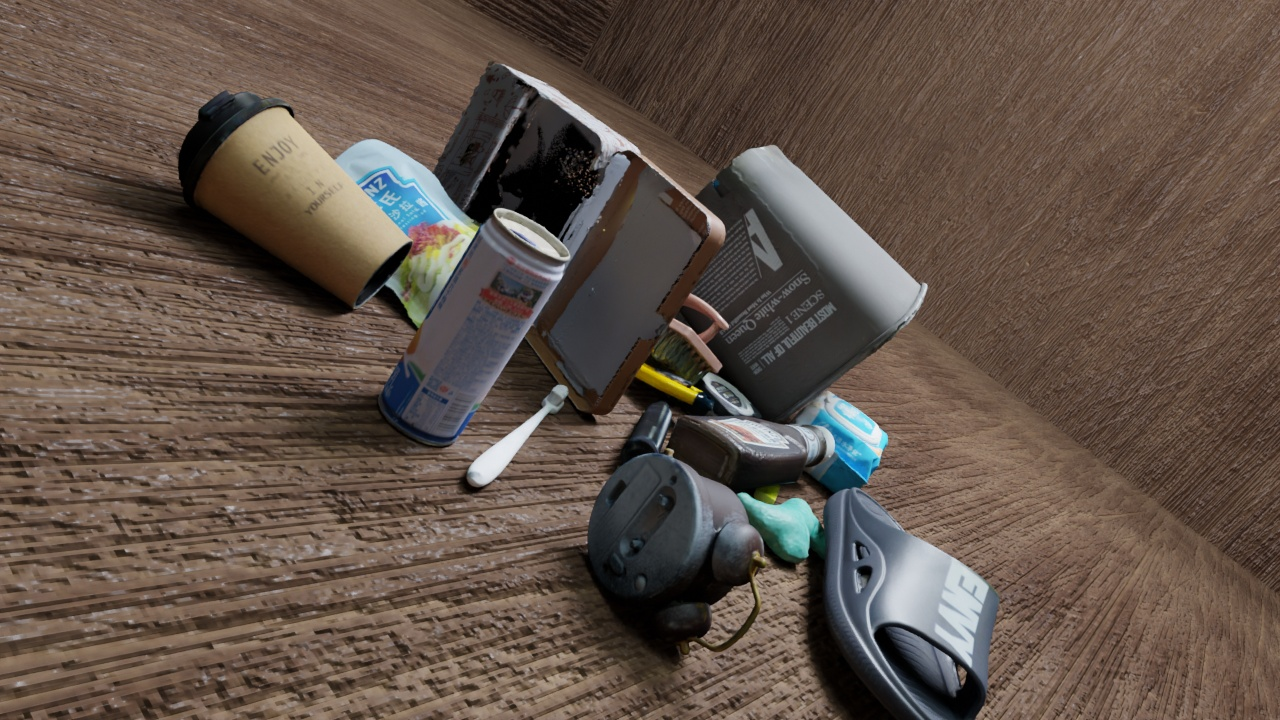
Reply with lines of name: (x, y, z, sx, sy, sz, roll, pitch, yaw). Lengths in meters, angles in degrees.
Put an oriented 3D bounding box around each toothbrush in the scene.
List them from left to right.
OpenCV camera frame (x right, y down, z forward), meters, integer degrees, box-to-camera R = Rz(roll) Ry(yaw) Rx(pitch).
toothbrush: (-0.075, 0.045, 0.593, 0.016, 0.016, 0.179, 33, 17, 2)
toothbrush: (0.014, 0.048, 0.737, 0.027, 0.026, 0.212, 42, 13, -1)

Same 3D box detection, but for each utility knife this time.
utility knife: (-0.005, 0.005, 0.790, 0.154, 0.015, 0.033, 26, 8, 11)

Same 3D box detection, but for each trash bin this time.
trash bin: (0.137, -0.081, 0.920, 0.220, 0.199, 0.198, 50, 26, 2)

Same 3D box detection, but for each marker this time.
marker: (0.112, 0.104, 0.786, 0.018, 0.015, 0.124, 28, 13, 10)

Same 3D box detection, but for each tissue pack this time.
tissue pack: (0.195, 0.080, 0.914, 0.090, 0.063, 0.139, 38, 17, 12)

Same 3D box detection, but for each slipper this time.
slipper: (0.187, 0.153, 0.636, 0.110, 0.083, 0.267, 41, 19, -9)

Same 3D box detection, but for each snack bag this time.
snack bag: (-0.164, -0.087, 0.680, 0.191, 0.110, 0.039, 38, -22, 7)

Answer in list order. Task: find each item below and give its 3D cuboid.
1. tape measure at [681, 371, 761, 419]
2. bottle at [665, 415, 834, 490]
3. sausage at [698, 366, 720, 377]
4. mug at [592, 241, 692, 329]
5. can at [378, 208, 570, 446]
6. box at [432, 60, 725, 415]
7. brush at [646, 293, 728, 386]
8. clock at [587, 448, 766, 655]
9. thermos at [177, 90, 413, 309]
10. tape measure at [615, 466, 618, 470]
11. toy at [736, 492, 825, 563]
tape measure: (0.071, 0.042, 0.842, 0.065, 0.034, 0.066, 13, 29, -54)
bottle: (0.104, 0.074, 0.767, 0.080, 0.044, 0.194, 29, 15, 35)
sausage: (0.070, 0.010, 0.948, 0.020, 0.020, 0.155, 28, 18, -18)
mug: (0.016, -0.072, 0.985, 0.122, 0.078, 0.078, 27, 18, -36)
can: (-0.096, -0.018, 0.525, 0.053, 0.135, 0.053, 31, 18, -11)
box: (-0.061, -0.100, 0.741, 0.272, 0.178, 0.106, 43, 20, 29)
brush: (0.016, -0.035, 0.849, 0.146, 0.073, 0.063, 33, -9, 47)
clock: (0.022, 0.105, 0.504, 0.055, 0.082, 0.122, 27, 15, -42)
thermos: (-0.226, -0.103, 0.607, 0.143, 0.093, 0.093, 40, 17, -5)
tape measure: (0.016, 0.096, 0.603, 0.060, 0.029, 0.057, 15, 25, -47)
toy: (0.121, 0.131, 0.702, 0.096, 0.030, 0.091, 48, 22, 17)
